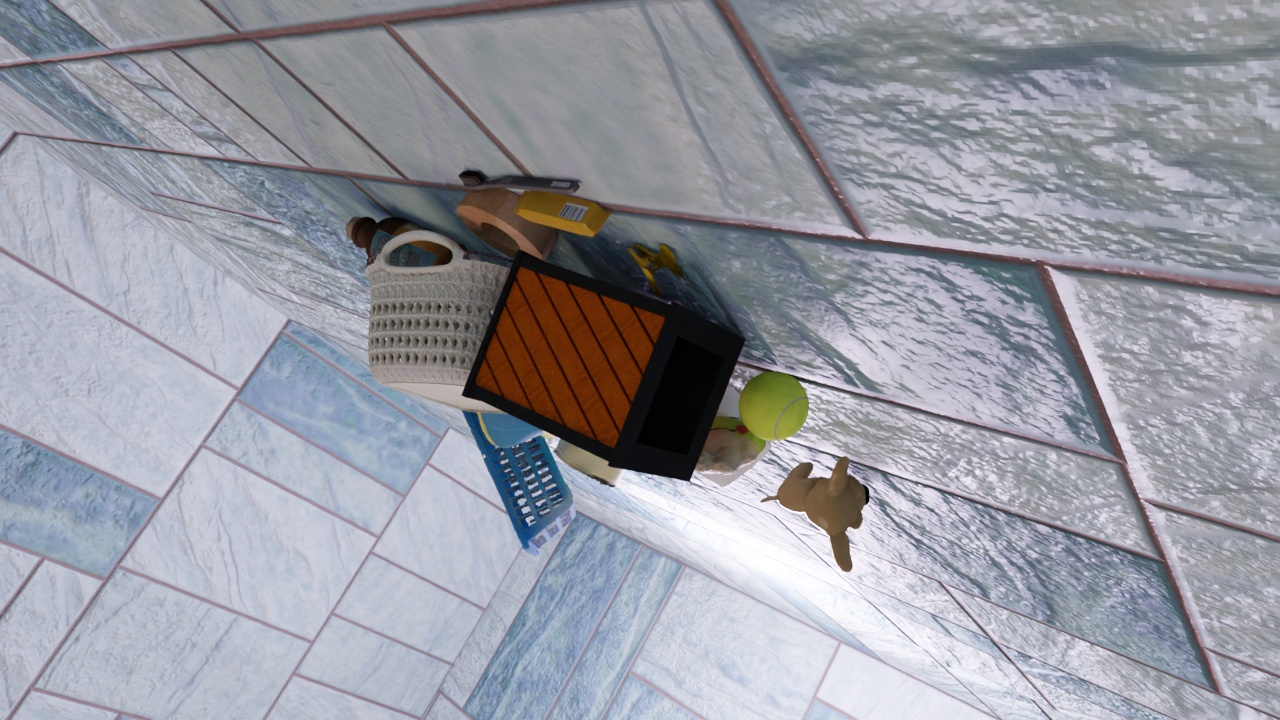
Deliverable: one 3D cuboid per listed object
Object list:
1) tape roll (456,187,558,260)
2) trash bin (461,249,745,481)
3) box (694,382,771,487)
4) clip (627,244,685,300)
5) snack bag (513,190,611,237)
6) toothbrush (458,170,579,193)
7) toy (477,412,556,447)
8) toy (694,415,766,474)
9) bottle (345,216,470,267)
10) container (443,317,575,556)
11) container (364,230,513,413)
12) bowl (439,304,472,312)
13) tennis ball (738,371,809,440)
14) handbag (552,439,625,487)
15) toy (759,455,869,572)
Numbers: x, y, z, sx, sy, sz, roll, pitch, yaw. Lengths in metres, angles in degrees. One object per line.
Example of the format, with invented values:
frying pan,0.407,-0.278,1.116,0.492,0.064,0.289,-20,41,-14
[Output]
tape roll,-0.124,-0.127,0.857,0.094,0.027,0.094,29,166,8
trash bin,-0.032,0.006,0.826,0.172,0.139,0.139,21,180,32
box,0.083,0.061,1.007,0.107,0.095,0.103,30,128,-12
clip,0.010,-0.077,0.763,0.046,0.047,0.054,-1,157,17
snack bag,-0.065,-0.122,0.758,0.099,0.026,0.020,19,162,36
toothbrush,-0.105,-0.149,0.773,0.167,0.012,0.013,16,152,46
toy,-0.100,0.057,1.116,0.214,0.083,0.149,0,140,9
toy,0.075,0.083,0.893,0.092,0.043,0.117,3,-165,10
bottle,-0.280,-0.130,1.079,0.157,0.067,0.068,25,165,22
container,-0.195,0.095,1.328,0.257,0.089,0.362,103,143,-76
container,-0.171,-0.027,0.962,0.185,0.143,0.251,0,168,21
bowl,-0.247,-0.094,1.155,0.114,0.060,0.114,29,167,7
tennis ball,0.125,0.042,0.858,0.065,0.065,0.065,29,166,8
handbag,-0.055,0.115,1.340,0.111,0.119,0.081,31,178,-20
toy,0.209,0.162,1.057,0.105,0.134,0.108,-12,-166,-35
